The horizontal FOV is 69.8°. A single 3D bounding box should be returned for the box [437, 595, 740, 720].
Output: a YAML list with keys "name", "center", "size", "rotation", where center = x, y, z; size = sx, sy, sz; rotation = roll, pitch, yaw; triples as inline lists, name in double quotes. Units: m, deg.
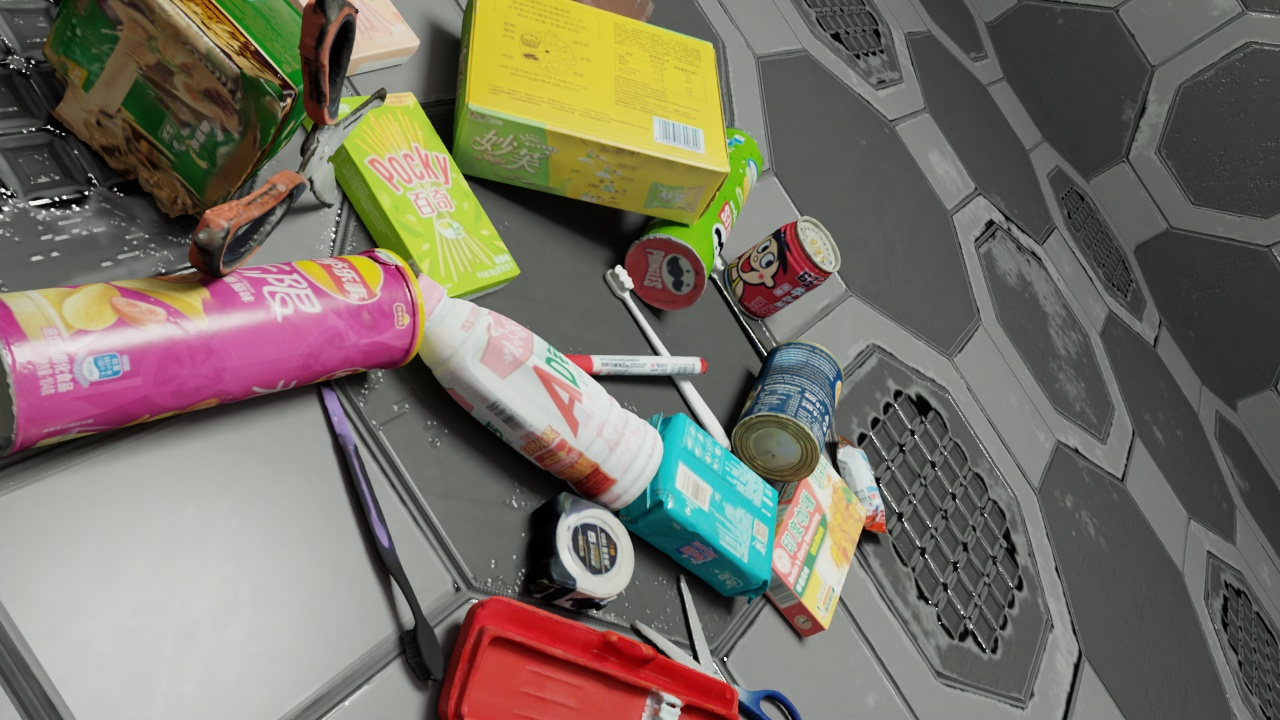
- name: "box"
  center: [-0.029, 0.235, 0.518]
  size: [0.201, 0.039, 0.157]
  rotation: [31, 60, -29]

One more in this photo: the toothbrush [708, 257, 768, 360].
- name: "toothbrush"
  center: [0.107, -0.026, 0.867]
  size: [0.181, 0.018, 0.015]
  rotation: [58, 35, 0]

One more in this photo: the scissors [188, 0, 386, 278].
- name: "scissors"
  center: [-0.177, -0.110, 0.486]
  size: [0.015, 0.226, 0.188]
  rotation: [26, 67, -8]

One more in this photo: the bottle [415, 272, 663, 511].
- name: "bottle"
  center: [-0.075, 0.019, 0.594]
  size: [0.197, 0.068, 0.068]
  rotation: [40, 41, -19]

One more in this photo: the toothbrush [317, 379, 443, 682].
- name: "toothbrush"
  center: [-0.149, 0.090, 0.512]
  size: [0.014, 0.017, 0.189]
  rotation: [-2, 63, -58]

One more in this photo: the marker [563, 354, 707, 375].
- name: "marker"
  center: [-0.004, 0.004, 0.709]
  size: [0.145, 0.017, 0.017]
  rotation: [1, 64, -40]

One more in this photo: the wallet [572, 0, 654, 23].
- name: "wallet"
  center: [-0.034, -0.372, 0.945]
  size: [0.101, 0.032, 0.124]
  rotation: [41, 41, -23]

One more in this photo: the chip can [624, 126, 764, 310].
- name: "chip can"
  center: [0.055, -0.138, 0.843]
  size: [0.072, 0.072, 0.235]
  rotation: [46, 39, -14]

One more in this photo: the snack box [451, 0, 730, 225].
- name: "snack box"
  center: [-0.041, -0.207, 0.736]
  size: [0.210, 0.070, 0.157]
  rotation: [9, 55, -18]

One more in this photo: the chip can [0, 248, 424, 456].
- name: "chip can"
  center: [-0.213, -0.011, 0.462]
  size: [0.210, 0.072, 0.071]
  rotation: [-17, 78, -51]

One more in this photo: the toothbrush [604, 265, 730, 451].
- name: "toothbrush"
  center: [0.026, -0.001, 0.758]
  size: [0.016, 0.016, 0.180]
  rotation: [-33, 91, -45]

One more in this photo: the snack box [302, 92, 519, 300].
- name: "snack box"
  center: [-0.155, -0.111, 0.632]
  size: [0.085, 0.026, 0.156]
  rotation: [-28, 85, -53]

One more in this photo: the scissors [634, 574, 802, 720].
- name: "scissors"
  center: [0.057, 0.236, 0.630]
  size: [0.162, 0.012, 0.174]
  rotation: [26, 46, -32]

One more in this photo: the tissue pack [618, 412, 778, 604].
- name: "tissue pack"
  center: [0.048, 0.109, 0.677]
  size: [0.133, 0.050, 0.093]
  rotation: [39, 39, -22]

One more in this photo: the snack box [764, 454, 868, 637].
- name: "snack box"
  center: [0.143, 0.149, 0.771]
  size: [0.077, 0.027, 0.155]
  rotation: [49, 38, -8]

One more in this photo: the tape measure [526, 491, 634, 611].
- name: "tape measure"
  center: [-0.038, 0.125, 0.587]
  size: [0.066, 0.034, 0.065]
  rotation: [29, 47, -28]

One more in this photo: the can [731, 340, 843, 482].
- name: "can"
  center: [0.128, 0.043, 0.790]
  size: [0.075, 0.076, 0.110]
  rotation: [47, 39, -13]

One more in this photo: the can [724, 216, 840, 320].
- name: "can"
  center: [0.135, -0.088, 0.875]
  size: [0.066, 0.094, 0.066]
  rotation: [27, 47, -33]

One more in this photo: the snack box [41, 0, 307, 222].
- name: "snack box"
  center: [-0.236, -0.160, 0.508]
  size: [0.118, 0.118, 0.105]
  rotation: [44, 36, -12]

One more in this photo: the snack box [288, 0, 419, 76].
- name: "snack box"
  center: [-0.238, -0.279, 0.660]
  size: [0.157, 0.026, 0.084]
  rotation: [54, 38, -5]

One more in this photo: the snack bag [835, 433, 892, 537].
- name: "snack bag"
  center: [0.208, 0.118, 0.866]
  size: [0.048, 0.026, 0.104]
  rotation: [22, 49, -53]
